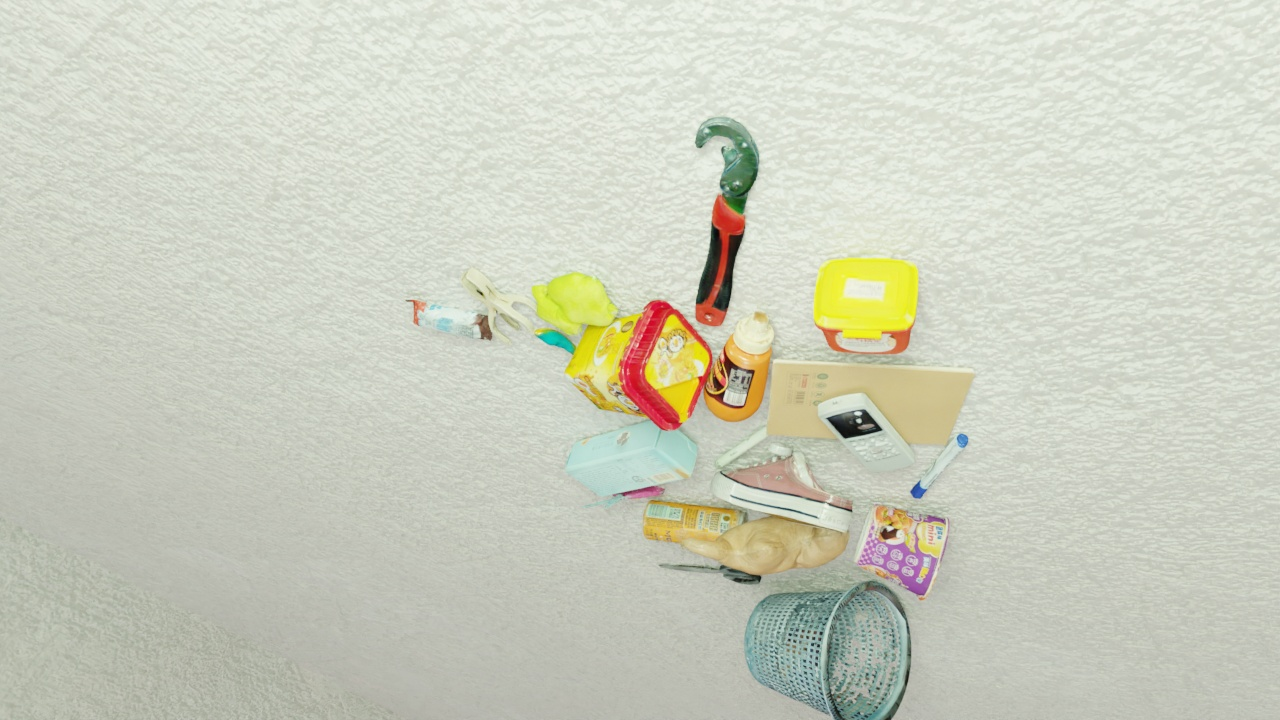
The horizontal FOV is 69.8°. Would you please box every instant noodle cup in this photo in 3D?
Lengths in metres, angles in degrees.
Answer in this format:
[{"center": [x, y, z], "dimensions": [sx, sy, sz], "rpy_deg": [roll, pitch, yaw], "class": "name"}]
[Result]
[{"center": [0.338, 0.242, 1.197], "dimensions": [0.099, 0.111, 0.112], "rpy_deg": [19, 147, 11], "class": "instant noodle cup"}, {"center": [-0.006, 0.006, 0.998], "dimensions": [0.124, 0.115, 0.116], "rpy_deg": [0, 145, 42], "class": "instant noodle cup"}]

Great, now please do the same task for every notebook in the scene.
[{"center": [0.247, 0.049, 1.017], "dimensions": [0.208, 0.008, 0.148], "rpy_deg": [3, 144, 6], "class": "notebook"}]

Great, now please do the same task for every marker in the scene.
[{"center": [0.357, 0.128, 1.099], "dimensions": [0.017, 0.016, 0.146], "rpy_deg": [14, 146, 2], "class": "marker"}]

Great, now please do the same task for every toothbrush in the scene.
[{"center": [0.144, 0.096, 1.136], "dimensions": [0.029, 0.020, 0.190], "rpy_deg": [46, 142, 0], "class": "toothbrush"}]

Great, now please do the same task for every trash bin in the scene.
[{"center": [0.280, 0.451, 1.441], "dimensions": [0.196, 0.226, 0.226], "rpy_deg": [-5, 142, 48], "class": "trash bin"}]

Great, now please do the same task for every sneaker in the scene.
[{"center": [0.178, 0.152, 1.144], "dimensions": [0.118, 0.087, 0.241], "rpy_deg": [21, 171, -28], "class": "sneaker"}]

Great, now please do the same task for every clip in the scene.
[{"center": [-0.147, -0.062, 1.018], "dimensions": [0.095, 0.034, 0.102], "rpy_deg": [3, 136, 25], "class": "clip"}]

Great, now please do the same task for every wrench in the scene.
[{"center": [0.076, -0.117, 0.864], "dimensions": [0.056, 0.016, 0.274], "rpy_deg": [10, 145, 8], "class": "wrench"}]

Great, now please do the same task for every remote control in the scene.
[{"center": [0.257, 0.085, 1.039], "dimensions": [0.058, 0.021, 0.150], "rpy_deg": [-18, 138, 32], "class": "remote control"}]

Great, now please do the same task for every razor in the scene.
[{"center": [-0.084, -0.010, 1.053], "dimensions": [0.043, 0.028, 0.132], "rpy_deg": [-18, 149, 22], "class": "razor"}]

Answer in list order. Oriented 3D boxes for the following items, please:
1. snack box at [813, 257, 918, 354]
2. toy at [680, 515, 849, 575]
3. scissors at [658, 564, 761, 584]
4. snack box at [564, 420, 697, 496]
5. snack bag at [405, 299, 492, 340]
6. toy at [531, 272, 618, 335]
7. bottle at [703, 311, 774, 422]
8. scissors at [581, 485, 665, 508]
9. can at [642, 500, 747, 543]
[{"center": [0.212, -0.046, 0.859], "dimensions": [0.091, 0.081, 0.080], "rpy_deg": [3, 154, 19], "class": "snack box"}, {"center": [0.164, 0.245, 1.220], "dimensions": [0.226, 0.082, 0.143], "rpy_deg": [-9, 162, -6], "class": "toy"}, {"center": [0.109, 0.338, 1.504], "dimensions": [0.175, 0.014, 0.133], "rpy_deg": [20, 147, -1], "class": "scissors"}, {"center": [-0.014, 0.130, 1.219], "dimensions": [0.175, 0.051, 0.074], "rpy_deg": [-19, 131, 40], "class": "snack box"}, {"center": [-0.223, -0.047, 1.073], "dimensions": [0.105, 0.026, 0.045], "rpy_deg": [13, 137, 2], "class": "snack bag"}, {"center": [-0.073, -0.061, 0.986], "dimensions": [0.096, 0.031, 0.100], "rpy_deg": [32, 142, 1], "class": "toy"}, {"center": [0.111, 0.003, 0.985], "dimensions": [0.067, 0.066, 0.150], "rpy_deg": [14, 139, 2], "class": "bottle"}, {"center": [-0.033, 0.192, 1.289], "dimensions": [0.135, 0.017, 0.108], "rpy_deg": [-8, -177, -37], "class": "scissors"}, {"center": [0.079, 0.238, 1.329], "dimensions": [0.146, 0.058, 0.058], "rpy_deg": [4, 144, 17], "class": "can"}]
